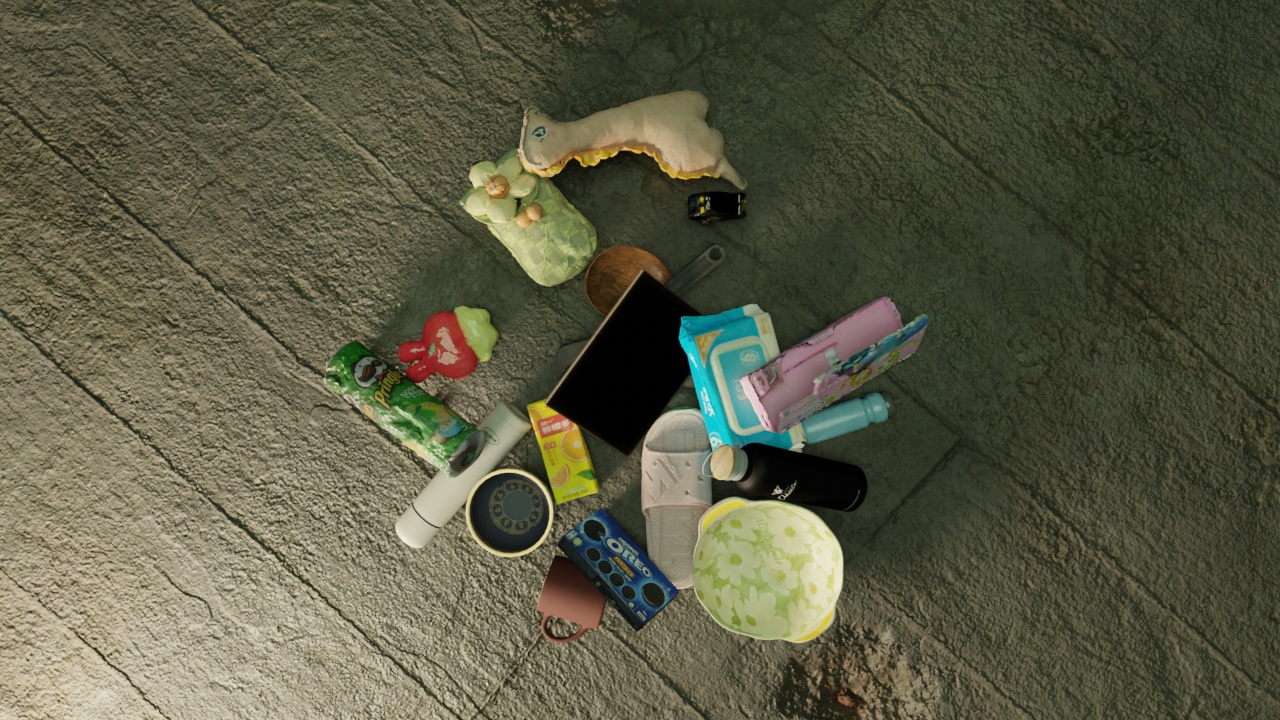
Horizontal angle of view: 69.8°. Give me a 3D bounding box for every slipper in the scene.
[{"bbox_3d":[0.046,0.180,1.181,0.094,0.064,0.239,1,93,3],"label":"slipper"}]

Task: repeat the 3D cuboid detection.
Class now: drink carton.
[{"bbox_3d":[-0.101,0.113,1.199,0.058,0.043,0.134,-17,91,0],"label":"drink carton"}]

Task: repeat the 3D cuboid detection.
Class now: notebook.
[{"bbox_3d":[-0.007,0.007,1.176,0.141,0.008,0.209,35,93,-26],"label":"notebook"}]

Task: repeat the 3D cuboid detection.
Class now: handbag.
[{"bbox_3d":[-0.140,-0.183,1.158,0.113,0.117,0.186,-43,87,3],"label":"handbag"}]

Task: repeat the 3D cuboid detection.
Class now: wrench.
[{"bbox_3d":[-0.001,-0.059,1.183,0.273,0.018,0.073,-39,109,9],"label":"wrench"}]

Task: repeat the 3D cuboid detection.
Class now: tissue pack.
[{"bbox_3d":[0.128,0.032,1.163,0.117,0.066,0.209,-16,88,-14],"label":"tissue pack"}]

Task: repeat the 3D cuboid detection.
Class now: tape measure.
[{"bbox_3d":[0.091,-0.193,1.169,0.067,0.063,0.038,-4,93,-34],"label":"tape measure"}]

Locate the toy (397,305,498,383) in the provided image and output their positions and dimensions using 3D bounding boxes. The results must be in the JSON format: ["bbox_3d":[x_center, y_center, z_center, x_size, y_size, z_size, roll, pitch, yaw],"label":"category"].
[{"bbox_3d":[-0.252,-0.018,1.203,0.135,0.045,0.091,-30,92,-1],"label":"toy"}]

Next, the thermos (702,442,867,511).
[{"bbox_3d":[0.172,0.138,1.114,0.231,0.061,0.061,15,92,-31],"label":"thermos"}]

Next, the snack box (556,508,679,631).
[{"bbox_3d":[-0.027,0.263,1.164,0.150,0.082,0.027,45,130,13],"label":"snack box"}]

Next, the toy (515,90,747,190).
[{"bbox_3d":[-0.013,-0.260,1.138,0.263,0.065,0.196,-21,73,-20],"label":"toy"}]

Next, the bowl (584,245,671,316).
[{"bbox_3d":[-0.016,-0.100,1.190,0.114,0.026,0.102,24,107,-13],"label":"bowl"}]

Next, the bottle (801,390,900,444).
[{"bbox_3d":[0.269,0.071,1.176,0.130,0.040,0.040,-18,90,4],"label":"bottle"}]

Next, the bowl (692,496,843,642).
[{"bbox_3d":[0.159,0.255,1.166,0.189,0.060,0.219,-37,99,11],"label":"bowl"}]

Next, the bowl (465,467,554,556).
[{"bbox_3d":[-0.165,0.193,1.194,0.112,0.061,0.112,0,91,3],"label":"bowl"}]

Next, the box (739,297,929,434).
[{"bbox_3d":[0.245,0.000,1.113,0.230,0.097,0.085,-28,90,-18],"label":"box"}]

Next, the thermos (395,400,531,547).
[{"bbox_3d":[-0.234,0.151,1.202,0.052,0.052,0.224,42,93,2],"label":"thermos"}]

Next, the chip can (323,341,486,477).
[{"bbox_3d":[-0.300,0.063,1.168,0.223,0.075,0.075,33,93,18],"label":"chip can"}]

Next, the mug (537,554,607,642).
[{"bbox_3d":[-0.088,0.315,1.184,0.082,0.073,0.105,17,87,3],"label":"mug"}]
